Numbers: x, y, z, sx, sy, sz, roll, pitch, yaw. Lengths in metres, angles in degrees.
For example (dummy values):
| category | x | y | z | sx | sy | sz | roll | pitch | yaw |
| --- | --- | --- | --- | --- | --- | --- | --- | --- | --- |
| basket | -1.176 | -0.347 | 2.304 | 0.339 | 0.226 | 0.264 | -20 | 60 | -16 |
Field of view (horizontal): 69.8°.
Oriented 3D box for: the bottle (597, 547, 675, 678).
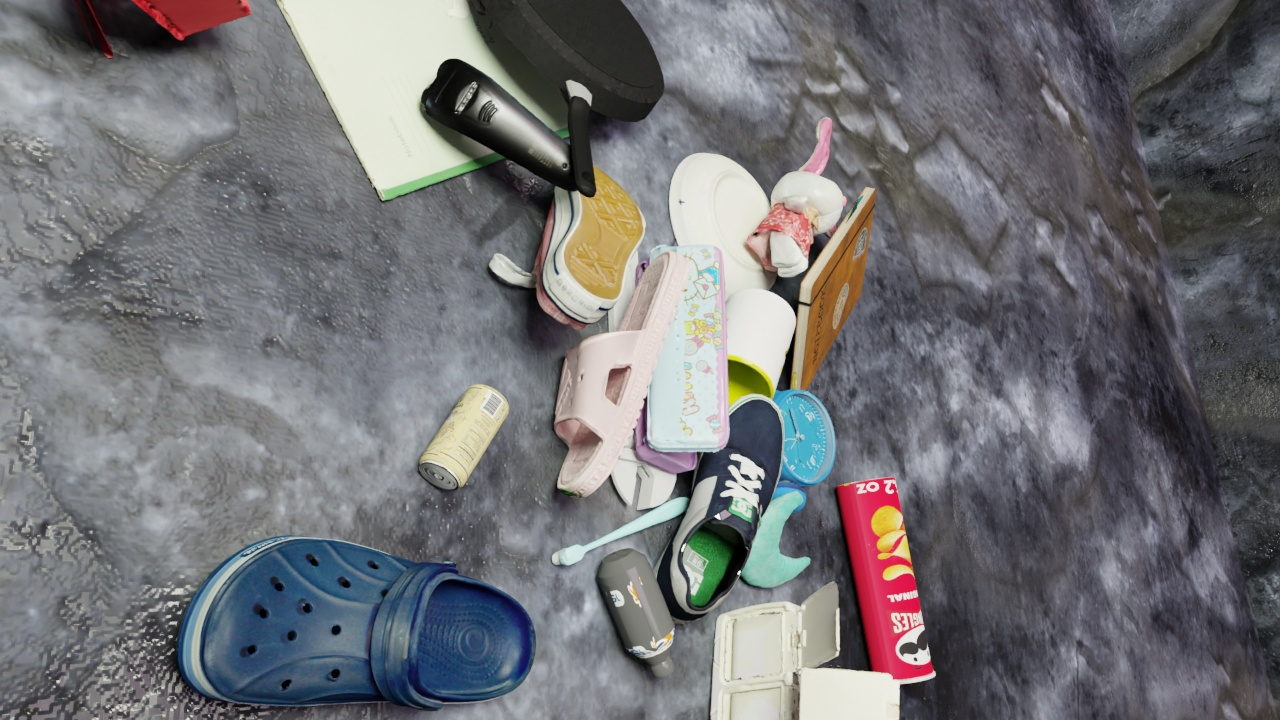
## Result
| category | x | y | z | sx | sy | sz | roll | pitch | yaw |
| --- | --- | --- | --- | --- | --- | --- | --- | --- | --- |
| bottle | 0.000 | 0.217 | 0.784 | 0.046 | 0.047 | 0.112 | -25 | 95 | -47 |

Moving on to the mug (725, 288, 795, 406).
| category | x | y | z | sx | sy | sz | roll | pitch | yaw |
| --- | --- | --- | --- | --- | --- | --- | --- | --- | --- |
| mug | 0.110 | -0.011 | 0.951 | 0.082 | 0.083 | 0.105 | 46 | 47 | -24 |

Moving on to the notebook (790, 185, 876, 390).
| category | x | y | z | sx | sy | sz | roll | pitch | yaw |
| --- | --- | --- | --- | --- | --- | --- | --- | --- | --- |
| notebook | 0.232 | -0.093 | 1.080 | 0.248 | 0.014 | 0.179 | -51 | 149 | -43 |

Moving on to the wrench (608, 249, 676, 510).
| category | x | y | z | sx | sy | sz | roll | pitch | yaw |
| --- | --- | --- | --- | --- | --- | --- | --- | --- | --- |
| wrench | -0.005 | 0.005 | 0.876 | 0.086 | 0.018 | 0.273 | 16 | 64 | -41 |

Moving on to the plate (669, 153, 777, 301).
| category | x | y | z | sx | sy | sz | roll | pitch | yaw |
| --- | --- | --- | --- | --- | --- | --- | --- | --- | --- |
| plate | 0.106 | -0.153 | 1.032 | 0.182 | 0.034 | 0.182 | 18 | 64 | -41 |

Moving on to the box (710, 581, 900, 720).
| category | x | y | z | sx | sy | sz | roll | pitch | yaw |
| --- | --- | --- | --- | --- | --- | --- | --- | --- | --- |
| box | 0.126 | 0.270 | 0.786 | 0.069 | 0.192 | 0.143 | 30 | 49 | -34 |

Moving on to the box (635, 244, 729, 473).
| category | x | y | z | sx | sy | sz | roll | pitch | yaw |
| --- | --- | --- | --- | --- | --- | --- | --- | --- | --- |
| box | 0.034 | -0.008 | 0.861 | 0.077 | 0.096 | 0.213 | 12 | 61 | -22 |

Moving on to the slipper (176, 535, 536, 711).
| category | x | y | z | sx | sy | sz | roll | pitch | yaw |
| --- | --- | --- | --- | --- | --- | --- | --- | --- | --- |
| slipper | -0.162 | 0.174 | 0.602 | 0.252 | 0.095 | 0.105 | 22 | 64 | -43 |

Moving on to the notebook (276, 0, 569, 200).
| category | x | y | z | sx | sy | sz | roll | pitch | yaw |
| --- | --- | --- | --- | --- | --- | --- | --- | --- | --- |
| notebook | -0.171 | -0.255 | 0.802 | 0.251 | 0.010 | 0.182 | -34 | 102 | -46 |

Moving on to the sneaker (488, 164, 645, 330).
| category | x | y | z | sx | sy | sz | roll | pitch | yaw |
| --- | --- | --- | --- | --- | --- | --- | --- | --- | --- |
| sneaker | -0.058 | -0.095 | 0.809 | 0.118 | 0.088 | 0.240 | 34 | 31 | -18 |

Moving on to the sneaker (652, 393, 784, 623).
| category | x | y | z | sx | sy | sz | roll | pitch | yaw |
| --- | --- | --- | --- | --- | --- | --- | --- | --- | --- |
| sneaker | 0.086 | 0.128 | 0.841 | 0.084 | 0.079 | 0.234 | 31 | 64 | -8 |

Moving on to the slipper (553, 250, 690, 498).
| category | x | y | z | sx | sy | sz | roll | pitch | yaw |
| --- | --- | --- | --- | --- | --- | --- | --- | --- | --- |
| slipper | -0.029 | 0.002 | 0.786 | 0.064 | 0.094 | 0.238 | 29 | 69 | -16 |

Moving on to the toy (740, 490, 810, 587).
| category | x | y | z | sx | sy | sz | roll | pitch | yaw |
| --- | --- | --- | --- | --- | --- | --- | --- | --- | --- |
| toy | 0.131 | 0.186 | 0.918 | 0.085 | 0.033 | 0.105 | -24 | 123 | -19 |

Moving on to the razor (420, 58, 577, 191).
| category | x | y | z | sx | sy | sz | roll | pitch | yaw |
| --- | --- | --- | --- | --- | --- | --- | --- | --- | --- |
| razor | -0.110 | -0.193 | 0.770 | 0.151 | 0.067 | 0.054 | 32 | 93 | -11 |

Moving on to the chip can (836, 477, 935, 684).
| category | x | y | z | sx | sy | sz | roll | pitch | yaw |
| --- | --- | --- | --- | --- | --- | --- | --- | --- | --- |
| chip can | 0.276 | 0.246 | 1.038 | 0.069 | 0.069 | 0.220 | 3 | 73 | -45 |

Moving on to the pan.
| category | x | y | z | sx | sy | sz | roll | pitch | yaw |
| --- | --- | --- | --- | --- | --- | --- | --- | --- | --- |
| pan | -0.056 | -0.273 | 0.829 | 0.225 | 0.034 | 0.355 | 26 | 39 | -35 |

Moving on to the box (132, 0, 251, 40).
| category | x | y | z | sx | sy | sz | roll | pitch | yaw |
| --- | --- | --- | --- | --- | --- | --- | --- | --- | --- |
| box | -0.216 | -0.359 | 0.531 | 0.152 | 0.326 | 0.213 | -24 | 93 | -79 |

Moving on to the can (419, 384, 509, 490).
| category | x | y | z | sx | sy | sz | roll | pitch | yaw |
| --- | --- | --- | --- | --- | --- | --- | --- | --- | --- |
| can | -0.135 | 0.059 | 0.707 | 0.038 | 0.038 | 0.079 | 47 | 48 | -23 |

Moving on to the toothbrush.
| category | x | y | z | sx | sy | sz | roll | pitch | yaw |
| --- | --- | --- | --- | --- | --- | --- | --- | --- | --- |
| toothbrush | -0.011 | 0.150 | 0.821 | 0.180 | 0.017 | 0.016 | -13 | 84 | -49 |

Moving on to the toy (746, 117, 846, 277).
| category | x | y | z | sx | sy | sz | roll | pitch | yaw |
| --- | --- | --- | --- | --- | --- | --- | --- | --- | --- |
| toy | 0.182 | -0.165 | 1.028 | 0.193 | 0.084 | 0.159 | -56 | 145 | -41 |

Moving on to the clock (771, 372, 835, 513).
| category | x | y | z | sx | sy | sz | roll | pitch | yaw |
| --- | --- | --- | --- | --- | --- | --- | --- | --- | --- |
| clock | 0.146 | 0.096 | 0.966 | 0.117 | 0.060 | 0.161 | 55 | 48 | -18 |
